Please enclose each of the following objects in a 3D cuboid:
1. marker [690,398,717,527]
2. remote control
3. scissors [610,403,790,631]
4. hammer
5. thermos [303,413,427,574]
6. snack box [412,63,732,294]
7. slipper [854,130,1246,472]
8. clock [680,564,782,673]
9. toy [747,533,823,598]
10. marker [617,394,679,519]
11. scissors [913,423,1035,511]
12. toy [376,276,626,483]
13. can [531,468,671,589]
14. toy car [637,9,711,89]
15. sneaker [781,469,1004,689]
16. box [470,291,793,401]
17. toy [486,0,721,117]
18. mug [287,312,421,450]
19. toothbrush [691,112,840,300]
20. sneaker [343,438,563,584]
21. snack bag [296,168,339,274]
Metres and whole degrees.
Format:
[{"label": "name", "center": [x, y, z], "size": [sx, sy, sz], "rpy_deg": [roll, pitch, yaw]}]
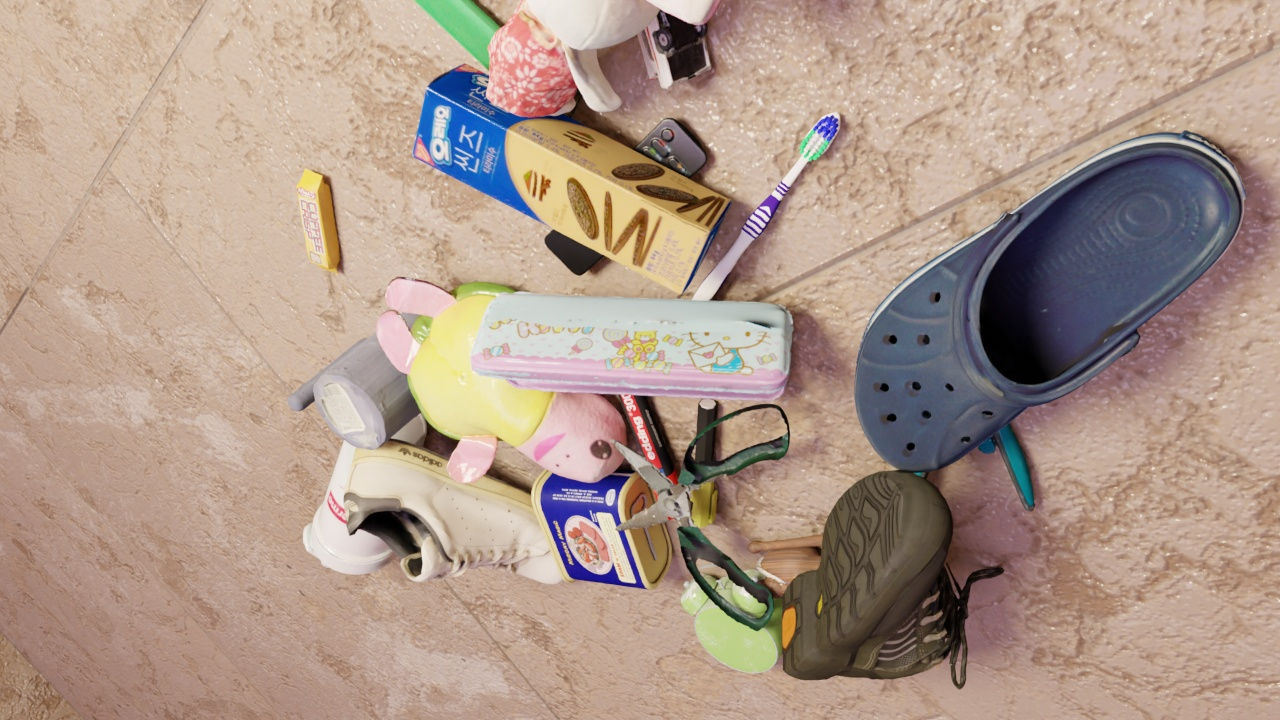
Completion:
[{"label": "marker", "center": [0.053, 0.085, 0.746], "size": [0.021, 0.017, 0.124], "rpy_deg": [16, 127, 22]}, {"label": "remote control", "center": [-0.013, -0.113, 0.648], "size": [0.041, 0.020, 0.152], "rpy_deg": [45, 132, -10]}, {"label": "scissors", "center": [0.068, 0.118, 0.711], "size": [0.201, 0.015, 0.202], "rpy_deg": [46, 127, -7]}, {"label": "hammer", "center": [-0.165, -0.276, 0.625], "size": [0.319, 0.032, 0.131], "rpy_deg": [43, 134, 0]}, {"label": "thermos", "center": [-0.281, 0.134, 0.944], "size": [0.099, 0.099, 0.221], "rpy_deg": [33, 128, 8]}, {"label": "snack box", "center": [-0.047, -0.121, 0.605], "size": [0.207, 0.057, 0.056], "rpy_deg": [27, 131, 3]}, {"label": "slipper", "center": [0.207, -0.024, 0.514], "size": [0.105, 0.095, 0.254], "rpy_deg": [44, 126, 3]}, {"label": "clock", "center": [0.088, 0.226, 0.805], "size": [0.095, 0.042, 0.119], "rpy_deg": [-18, 110, 38]}, {"label": "toy", "center": [0.130, 0.163, 0.738], "size": [0.102, 0.041, 0.055], "rpy_deg": [-20, 87, 48]}, {"label": "marker", "center": [0.007, 0.068, 0.759], "size": [0.021, 0.023, 0.145], "rpy_deg": [35, 149, 63]}, {"label": "scissors", "center": [0.216, 0.046, 0.615], "size": [0.156, 0.019, 0.125], "rpy_deg": [50, 131, -5]}, {"label": "toy", "center": [-0.112, 0.016, 0.756], "size": [0.238, 0.087, 0.190], "rpy_deg": [33, 109, 1]}, {"label": "can", "center": [-0.032, 0.148, 0.818], "size": [0.092, 0.056, 0.116], "rpy_deg": [-1, 120, 31]}, {"label": "toy car", "center": [0.009, -0.223, 0.549], "size": [0.039, 0.039, 0.113], "rpy_deg": [13, 129, 51]}, {"label": "sneaker", "center": [0.191, 0.168, 0.630], "size": [0.143, 0.100, 0.238], "rpy_deg": [9, 143, -3]}, {"label": "box", "center": [-0.004, 0.003, 0.632], "size": [0.214, 0.092, 0.089], "rpy_deg": [3, 123, 9]}, {"label": "toy", "center": [-0.032, -0.202, 0.509], "size": [0.159, 0.084, 0.195], "rpy_deg": [61, 146, 16]}, {"label": "mug", "center": [-0.242, 0.017, 0.826], "size": [0.124, 0.103, 0.084], "rpy_deg": [5, 124, 29]}, {"label": "toothbrush", "center": [0.077, -0.090, 0.610], "size": [0.015, 0.016, 0.187], "rpy_deg": [39, 133, 3]}, {"label": "sneaker", "center": [-0.163, 0.164, 0.843], "size": [0.241, 0.102, 0.089], "rpy_deg": [32, 133, -22]}, {"label": "snack bag", "center": [-0.285, -0.121, 0.814], "size": [0.026, 0.020, 0.099], "rpy_deg": [20, 130, 18]}]
